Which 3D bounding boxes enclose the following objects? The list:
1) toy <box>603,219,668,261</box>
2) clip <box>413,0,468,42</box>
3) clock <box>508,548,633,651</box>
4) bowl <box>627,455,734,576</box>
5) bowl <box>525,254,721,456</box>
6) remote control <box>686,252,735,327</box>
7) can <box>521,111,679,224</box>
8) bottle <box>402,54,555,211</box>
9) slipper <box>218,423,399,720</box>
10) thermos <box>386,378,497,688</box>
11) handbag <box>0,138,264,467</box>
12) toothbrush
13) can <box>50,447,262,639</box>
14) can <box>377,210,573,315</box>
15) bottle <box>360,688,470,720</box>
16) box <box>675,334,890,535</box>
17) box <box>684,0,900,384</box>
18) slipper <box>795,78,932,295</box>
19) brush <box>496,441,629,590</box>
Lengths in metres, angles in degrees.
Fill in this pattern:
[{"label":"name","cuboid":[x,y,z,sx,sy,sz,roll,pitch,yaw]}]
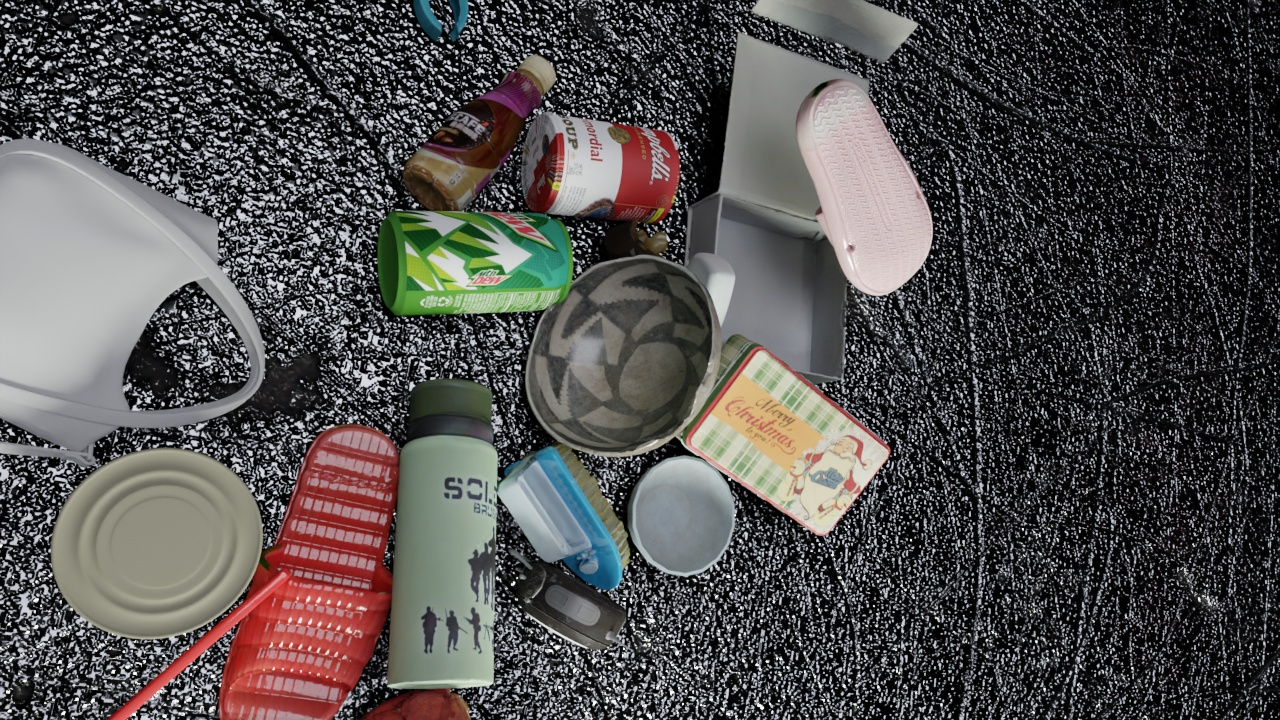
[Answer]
[{"label":"toy","cuboid":[0.009,-0.087,0.847,0.062,0.076,0.100,-48,133,3]},{"label":"clip","cuboid":[-0.188,-0.337,0.795,0.102,0.027,0.119,-12,89,-26]},{"label":"clock","cuboid":[-0.063,0.200,0.752,0.123,0.091,0.043,30,79,-3]},{"label":"bowl","cuboid":[0.031,0.141,0.837,0.106,0.039,0.106,4,81,-27]},{"label":"bowl","cuboid":[-0.005,0.005,0.787,0.081,0.179,0.178,41,61,-57]},{"label":"remote control","cuboid":[0.049,-0.042,0.830,0.028,0.060,0.114,5,117,-33]},{"label":"can","cuboid":[-0.037,-0.169,0.816,0.116,0.087,0.086,1,83,-28]},{"label":"bottle","cuboid":[-0.131,-0.198,0.786,0.059,0.060,0.165,43,67,-16]},{"label":"slipper","cuboid":[-0.235,0.167,0.685,0.103,0.059,0.248,21,73,-23]},{"label":"thermos","cuboid":[-0.149,0.128,0.704,0.082,0.083,0.231,9,65,-26]},{"label":"handbag","cuboid":[-0.378,-0.021,0.641,0.222,0.096,0.215,34,70,-33]},{"label":"toothbrush","cuboid":[-0.321,0.220,0.626,0.212,0.012,0.018,-41,103,-9]},{"label":"can","cuboid":[-0.330,0.123,0.632,0.127,0.073,0.127,4,81,-27]},{"label":"can","cuboid":[-0.135,-0.080,0.754,0.144,0.083,0.083,-4,85,-28]},{"label":"bottle","cuboid":[-0.171,0.301,0.679,0.111,0.099,0.099,-17,91,-24]},{"label":"box","cuboid":[0.133,0.074,0.859,0.205,0.051,0.117,37,89,-27]},{"label":"box","cuboid":[0.143,-0.163,0.903,0.165,0.099,0.368,10,85,-27]},{"label":"slipper","cuboid":[0.201,-0.153,0.845,0.106,0.056,0.221,-41,121,-13]},{"label":"brush","cuboid":[-0.060,0.139,0.767,0.136,0.055,0.075,57,30,-9]}]
